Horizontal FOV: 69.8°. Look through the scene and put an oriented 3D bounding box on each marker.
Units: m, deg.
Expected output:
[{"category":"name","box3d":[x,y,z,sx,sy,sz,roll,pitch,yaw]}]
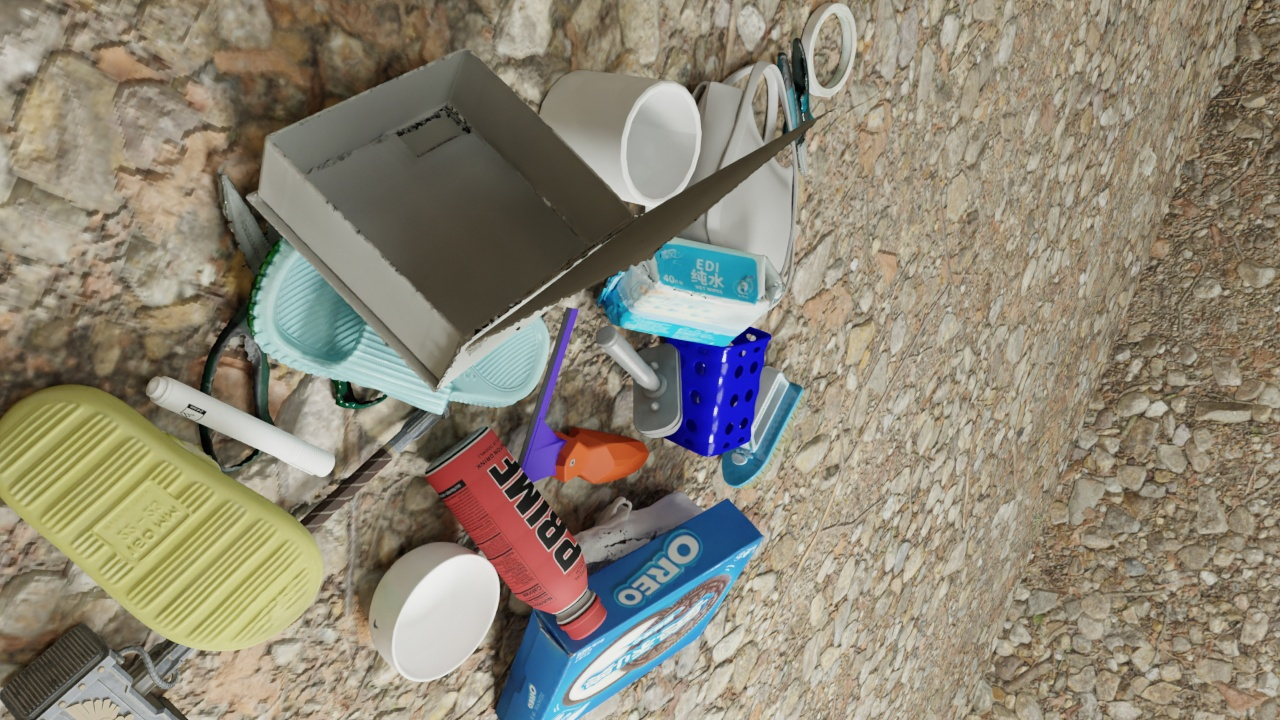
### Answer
[{"category":"marker","box3d":[-0.243,0.043,0.563,0.020,0.017,0.133,-31,142,14]}]

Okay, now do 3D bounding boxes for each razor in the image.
[{"category":"razor","box3d":[-0.005,0.005,0.808,0.116,0.047,0.088,47,36,-51]}]

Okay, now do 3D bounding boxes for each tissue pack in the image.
[{"category":"tissue pack","box3d":[0.040,-0.061,0.786,0.144,0.093,0.061,9,66,-19]}]

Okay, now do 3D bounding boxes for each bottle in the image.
[{"category":"bottle","box3d":[-0.090,0.137,0.708,0.062,0.062,0.176,-40,97,-33]}]

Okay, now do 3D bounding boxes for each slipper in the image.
[{"category":"slipper","box3d":[-0.274,0.089,0.524,0.190,0.082,0.091,46,75,-23]},{"category":"slipper","box3d":[-0.013,0.175,0.883,0.246,0.075,0.112,-9,124,-52]},{"category":"slipper","box3d":[-0.137,-0.023,0.631,0.276,0.070,0.116,24,79,-57]}]

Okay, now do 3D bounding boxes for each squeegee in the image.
[{"category":"squeegee","box3d":[-0.042,0.085,0.822,0.184,0.055,0.250,6,103,-62]}]

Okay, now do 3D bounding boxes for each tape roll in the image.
[{"category":"tape roll","box3d":[0.196,-0.323,0.955,0.092,0.013,0.093,-25,125,-43]}]

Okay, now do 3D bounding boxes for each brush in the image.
[{"category":"brush","box3d":[0.129,0.079,1.027,0.135,0.055,0.075,-62,147,-8]}]

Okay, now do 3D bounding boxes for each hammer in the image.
[{"category":"hammer","box3d":[-0.240,0.127,0.613,0.321,0.044,0.098,-46,137,-31]}]

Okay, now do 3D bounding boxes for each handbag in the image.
[{"category":"handbag","box3d":[0.098,-0.176,0.876,0.215,0.096,0.222,38,64,-52]}]

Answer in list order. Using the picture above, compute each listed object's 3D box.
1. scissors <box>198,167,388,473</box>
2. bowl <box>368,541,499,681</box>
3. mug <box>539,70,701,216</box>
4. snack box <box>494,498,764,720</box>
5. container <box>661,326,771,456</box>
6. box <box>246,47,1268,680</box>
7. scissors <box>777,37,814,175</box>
[{"category":"scissors","box3d":[-0.238,-0.019,0.565,0.154,0.015,0.210,-42,136,-29]},{"category":"bowl","box3d":[-0.167,0.191,0.719,0.104,0.054,0.105,-26,125,-44]},{"category":"mug","box3d":[-0.014,-0.158,0.711,0.090,0.090,0.121,-36,132,-36]},{"category":"snack box","box3d":[-0.012,0.247,0.858,0.238,0.056,0.196,-22,147,-38]},{"category":"container","box3d":[0.067,0.023,0.902,0.084,0.085,0.114,-13,118,-47]},{"category":"box","box3d":[0.024,-0.041,0.466,0.166,0.507,0.149,-43,140,-38]},{"category":"scissors","box3d":[0.165,-0.260,0.943,0.128,0.019,0.139,5,104,-52]}]
